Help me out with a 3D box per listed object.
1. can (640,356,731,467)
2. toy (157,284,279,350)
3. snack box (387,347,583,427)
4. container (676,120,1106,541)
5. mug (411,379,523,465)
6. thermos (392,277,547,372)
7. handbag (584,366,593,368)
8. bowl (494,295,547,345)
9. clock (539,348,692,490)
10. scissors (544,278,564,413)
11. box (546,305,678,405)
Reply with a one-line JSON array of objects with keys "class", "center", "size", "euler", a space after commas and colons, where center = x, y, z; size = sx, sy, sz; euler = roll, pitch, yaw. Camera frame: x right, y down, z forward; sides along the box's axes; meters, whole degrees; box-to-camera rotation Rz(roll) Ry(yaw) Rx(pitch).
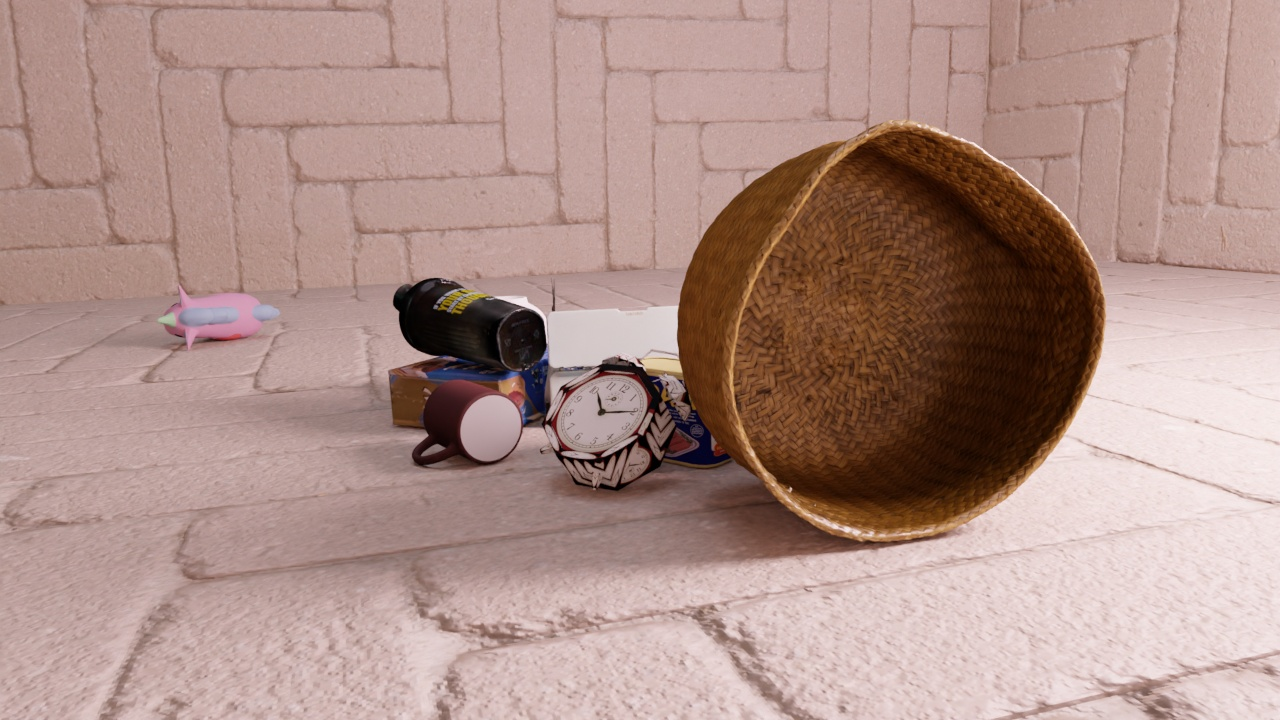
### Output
[{"class": "can", "center": [0.038, 0.050, 0.909], "size": [0.116, 0.092, 0.056], "euler": [7, 14, 39]}, {"class": "toy", "center": [-0.806, -0.085, 1.767], "size": [0.221, 0.120, 0.171], "euler": [-8, 3, -28]}, {"class": "snack box", "center": [-0.182, 0.029, 1.123], "size": [0.155, 0.069, 0.202], "euler": [3, 11, 23]}, {"class": "container", "center": [0.178, -0.022, 0.743], "size": [0.306, 0.307, 0.197], "euler": [-5, 7, -15]}, {"class": "mug", "center": [-0.182, 0.071, 0.926], "size": [0.105, 0.073, 0.083], "euler": [-40, 28, -25]}, {"class": "thermos", "center": [-0.199, -0.040, 1.065], "size": [0.098, 0.098, 0.221], "euler": [-11, 17, -41]}, {"class": "handbag", "center": [-0.007, -0.007, 1.199], "size": [0.138, 0.072, 0.195], "euler": [-21, 14, -8]}, {"class": "bowl", "center": [-0.175, -0.051, 1.195], "size": [0.118, 0.062, 0.118], "euler": [-2, 9, 0]}, {"class": "clock", "center": [-0.013, 0.051, 0.849], "size": [0.115, 0.065, 0.154], "euler": [28, 65, 41]}, {"class": "scissors", "center": [-0.099, -0.013, 1.089], "size": [0.012, 0.170, 0.121], "euler": [0, -17, 12]}, {"class": "box", "center": [-0.006, 0.005, 1.039], "size": [0.197, 0.134, 0.041], "euler": [-2, 0, -3]}]
